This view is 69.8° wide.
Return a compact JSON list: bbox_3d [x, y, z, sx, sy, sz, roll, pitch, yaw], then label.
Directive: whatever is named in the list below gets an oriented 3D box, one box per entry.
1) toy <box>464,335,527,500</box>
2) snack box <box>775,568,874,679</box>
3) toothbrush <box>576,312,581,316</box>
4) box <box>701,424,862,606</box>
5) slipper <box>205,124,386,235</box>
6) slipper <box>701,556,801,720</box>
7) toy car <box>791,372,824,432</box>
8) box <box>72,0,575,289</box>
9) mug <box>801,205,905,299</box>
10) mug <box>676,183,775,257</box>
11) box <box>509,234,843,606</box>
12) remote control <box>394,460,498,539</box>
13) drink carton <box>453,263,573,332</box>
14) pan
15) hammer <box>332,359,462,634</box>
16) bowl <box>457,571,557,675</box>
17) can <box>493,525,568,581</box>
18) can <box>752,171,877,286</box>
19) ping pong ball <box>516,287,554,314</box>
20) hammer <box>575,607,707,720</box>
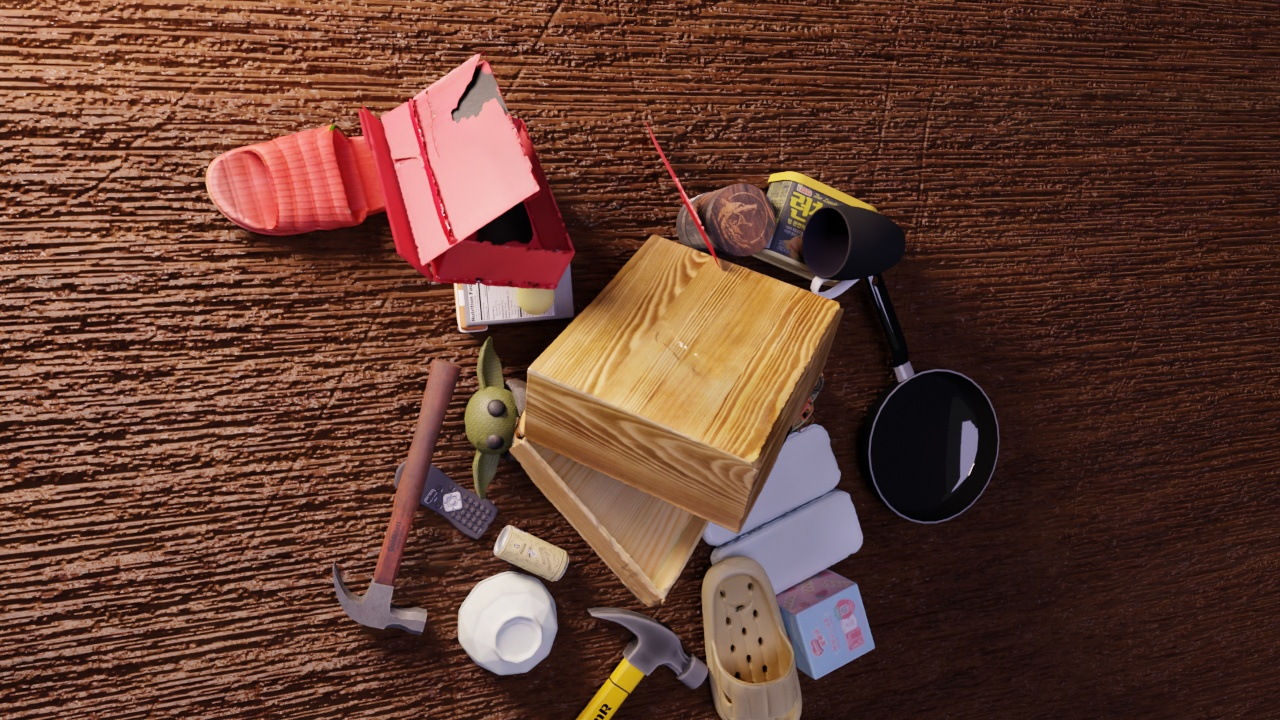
[{"bbox_3d":[-0.118,0.067,1.022,0.152,0.078,0.179,1,97,-19],"label":"toy"},{"bbox_3d":[0.227,0.331,1.164,0.094,0.079,0.093,-22,101,-19],"label":"snack box"},{"bbox_3d":[-0.006,0.006,1.091,0.184,0.016,0.015,43,74,-19],"label":"toothbrush"},{"bbox_3d":[0.174,0.198,1.161,0.208,0.038,0.190,-21,103,-16],"label":"box"},{"bbox_3d":[-0.312,-0.189,0.944,0.248,0.059,0.103,-12,98,-19],"label":"slipper"},{"bbox_3d":[0.134,0.367,1.120,0.111,0.079,0.261,-13,105,1],"label":"slipper"},{"bbox_3d":[0.193,0.062,1.147,0.111,0.047,0.047,-45,105,-11],"label":"toy car"},{"bbox_3d":[-0.254,-0.213,0.793,0.138,0.214,0.466,-41,142,26],"label":"box"},{"bbox_3d":[0.246,-0.122,1.068,0.100,0.085,0.119,-2,130,-30],"label":"mug"},{"bbox_3d":[0.110,-0.167,1.067,0.115,0.107,0.080,-29,103,-15],"label":"mug"},{"bbox_3d":[0.020,0.059,0.975,0.270,0.265,0.278,24,44,14],"label":"box"},{"bbox_3d":[-0.219,0.153,1.030,0.124,0.009,0.046,37,82,-18],"label":"remote control"},{"bbox_3d":[-0.142,-0.074,1.018,0.124,0.048,0.076,-6,96,-19],"label":"drink carton"},{"bbox_3d":[0.352,0.044,1.203,0.203,0.044,0.356,-27,103,-15],"label":"pan"},{"bbox_3d":[-0.252,0.145,0.999,0.111,0.028,0.300,16,93,-17],"label":"hammer"},{"bbox_3d":[-0.145,0.306,1.042,0.117,0.061,0.117,-2,96,-20],"label":"bowl"},{"bbox_3d":[-0.125,0.222,1.054,0.079,0.038,0.038,29,84,-19],"label":"can"},{"bbox_3d":[0.208,-0.158,1.122,0.130,0.072,0.101,19,90,-20],"label":"can"},{"bbox_3d":[-0.112,-0.069,0.979,0.040,0.040,0.040,-2,95,-19],"label":"ping pong ball"},{"bbox_3d":[-0.073,0.443,1.097,0.170,0.034,0.324,41,82,-16],"label":"hammer"}]
